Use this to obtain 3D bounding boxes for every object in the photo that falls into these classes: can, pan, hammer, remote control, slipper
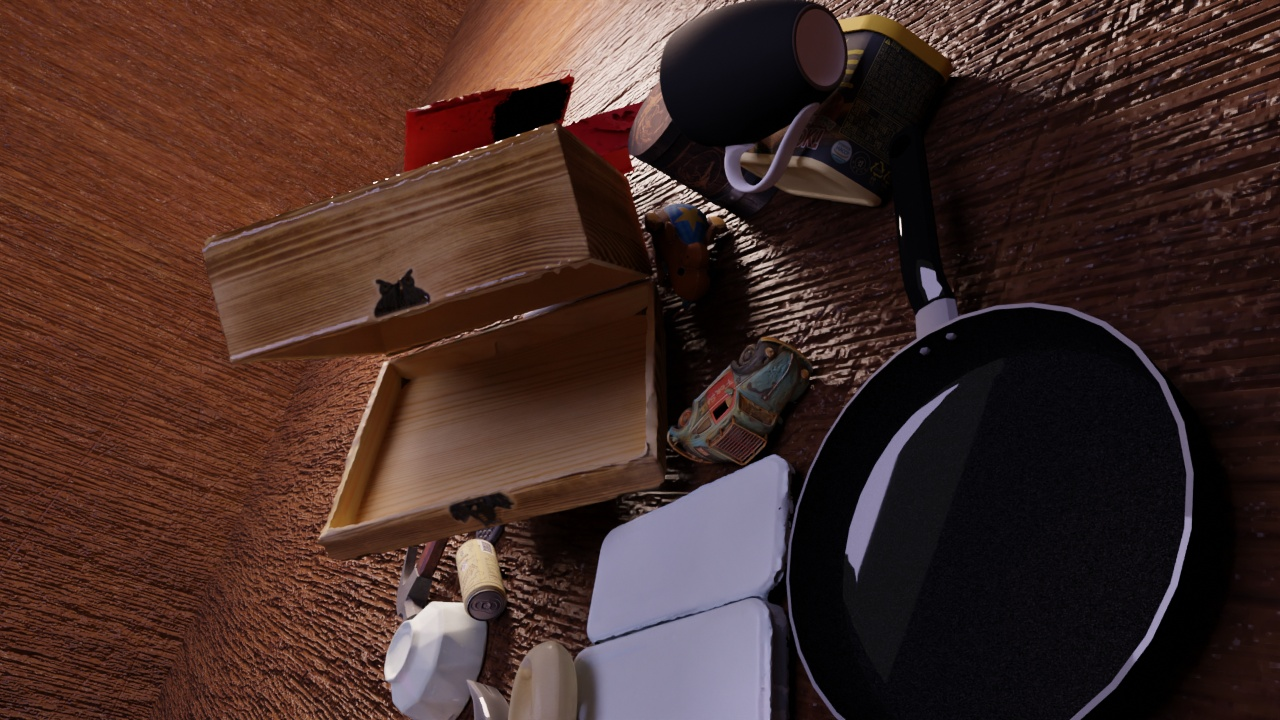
[{"bbox_3d":[0.132,-0.169,0.634,0.101,0.072,0.131,-64,25,4],"label":"can"},{"bbox_3d":[0.154,0.013,0.449,0.205,0.044,0.354,-37,36,43],"label":"pan"},{"bbox_3d":[-0.148,0.202,0.847,0.038,0.038,0.079,-58,26,11],"label":"can"},{"bbox_3d":[-0.192,0.136,0.984,0.300,0.028,0.111,-66,22,2],"label":"hammer"},{"bbox_3d":[-0.186,0.404,0.744,0.325,0.034,0.169,-54,26,23],"label":"hammer"},{"bbox_3d":[-0.161,0.150,0.954,0.046,0.009,0.124,-54,27,18],"label":"remote control"},{"bbox_3d":[-0.093,0.305,0.566,0.112,0.079,0.261,124,155,-62],"label":"slipper"}]

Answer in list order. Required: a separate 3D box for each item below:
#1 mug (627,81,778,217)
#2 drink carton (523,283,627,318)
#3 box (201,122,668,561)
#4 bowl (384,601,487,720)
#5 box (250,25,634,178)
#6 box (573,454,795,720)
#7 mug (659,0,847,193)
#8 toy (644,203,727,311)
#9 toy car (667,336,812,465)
[{"bbox_3d":[0.067,-0.181,0.724,0.116,0.107,0.079,-39,34,41],"label":"mug"},{"bbox_3d":[-0.066,-0.070,0.937,0.125,0.048,0.076,-15,53,58],"label":"drink carton"},{"bbox_3d":[-0.125,-0.004,0.744,0.279,0.264,0.269,-17,1,12],"label":"box"},{"bbox_3d":[-0.196,0.274,0.844,0.118,0.061,0.117,-43,33,37],"label":"bowl"},{"bbox_3d":[-0.236,-0.266,1.061,0.468,0.214,0.138,29,134,39],"label":"box"},{"bbox_3d":[0.019,0.167,0.576,0.210,0.037,0.189,-32,42,48],"label":"box"},{"bbox_3d":[0.077,-0.168,0.582,0.100,0.084,0.119,1,102,51],"label":"mug"},{"bbox_3d":[0.032,-0.080,0.782,0.103,0.070,0.090,112,153,-53],"label":"toy"},{"bbox_3d":[0.064,0.037,0.593,0.112,0.047,0.047,-49,27,28],"label":"toy car"}]
